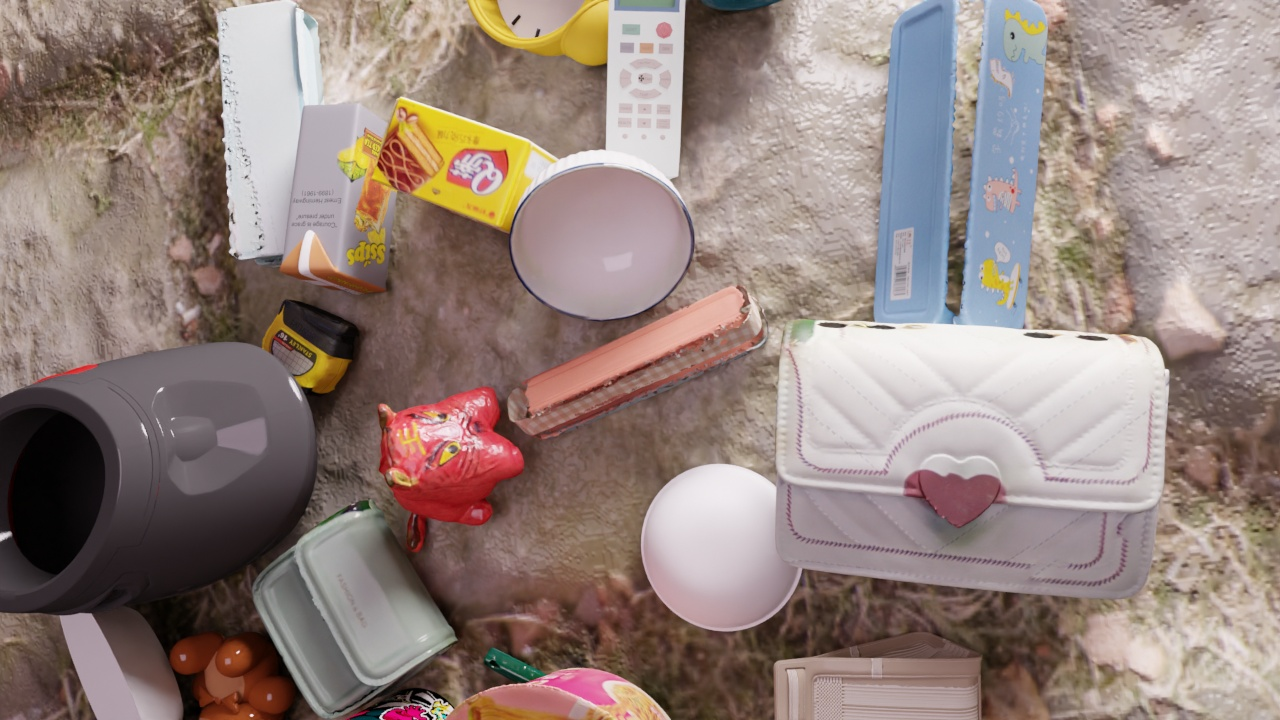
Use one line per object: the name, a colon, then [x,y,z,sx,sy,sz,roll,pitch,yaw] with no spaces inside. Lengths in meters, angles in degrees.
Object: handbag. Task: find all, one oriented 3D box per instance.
handbag: [-0.204,0.177,0.651,0.106,0.067,0.122,-37,77,10]
handbag: [0.093,0.253,0.516,0.197,0.062,0.175,1,86,-13]
handbag: [0.177,0.050,0.516,0.199,0.096,0.142,2,101,15]

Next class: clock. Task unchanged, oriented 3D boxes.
clock: [-0.054,-0.267,0.637,0.152,0.052,0.114,24,104,21]

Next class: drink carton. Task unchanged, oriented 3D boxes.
drink carton: [-0.216,-0.116,0.670,0.048,0.076,0.124,3,83,17]

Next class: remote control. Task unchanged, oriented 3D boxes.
remote control: [0.003,-0.191,0.609,0.049,0.024,0.143,2,108,2]

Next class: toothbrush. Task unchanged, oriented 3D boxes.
toothbrush: [-0.025,0.243,0.619,0.190,0.017,0.016,22,96,17]

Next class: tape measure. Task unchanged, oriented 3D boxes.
tape measure: [-0.249,-0.007,0.691,0.066,0.037,0.064,22,93,19]

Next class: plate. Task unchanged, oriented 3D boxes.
plate: [-0.385,0.240,0.693,0.174,0.036,0.174,20,120,39]

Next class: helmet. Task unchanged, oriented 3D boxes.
helmet: [-0.330,0.080,0.640,0.265,0.169,0.164,-24,78,21]

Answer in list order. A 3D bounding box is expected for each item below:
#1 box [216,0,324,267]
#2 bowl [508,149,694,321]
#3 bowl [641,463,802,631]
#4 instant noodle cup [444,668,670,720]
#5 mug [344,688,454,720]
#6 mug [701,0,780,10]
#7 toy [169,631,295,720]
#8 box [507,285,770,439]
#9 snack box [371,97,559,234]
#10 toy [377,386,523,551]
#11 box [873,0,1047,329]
box: [-0.278,-0.174,0.710,0.083,0.066,0.199,-4,85,-8]
bowl: [-0.026,-0.091,0.604,0.118,0.118,0.062,-22,38,14]
bowl: [0.048,0.123,0.591,0.110,0.040,0.110,-1,86,17]
instant noodle cup: [-0.042,0.274,0.580,0.179,0.077,0.178,3,97,21]
mug: [-0.190,0.284,0.624,0.118,0.098,0.082,-27,79,13]
mug: [0.057,-0.290,0.601,0.114,0.083,0.107,-13,86,44]
toy: [-0.300,0.264,0.678,0.095,0.065,0.127,-3,91,26]
box: [-0.002,0.004,0.623,0.189,0.062,0.058,-22,55,17]
snack box: [-0.115,-0.129,0.633,0.106,0.083,0.061,22,94,16]
toy: [-0.152,0.078,0.626,0.088,0.093,0.133,55,131,28]
box: [0.194,-0.118,0.569,0.074,0.077,0.209,3,88,60]
